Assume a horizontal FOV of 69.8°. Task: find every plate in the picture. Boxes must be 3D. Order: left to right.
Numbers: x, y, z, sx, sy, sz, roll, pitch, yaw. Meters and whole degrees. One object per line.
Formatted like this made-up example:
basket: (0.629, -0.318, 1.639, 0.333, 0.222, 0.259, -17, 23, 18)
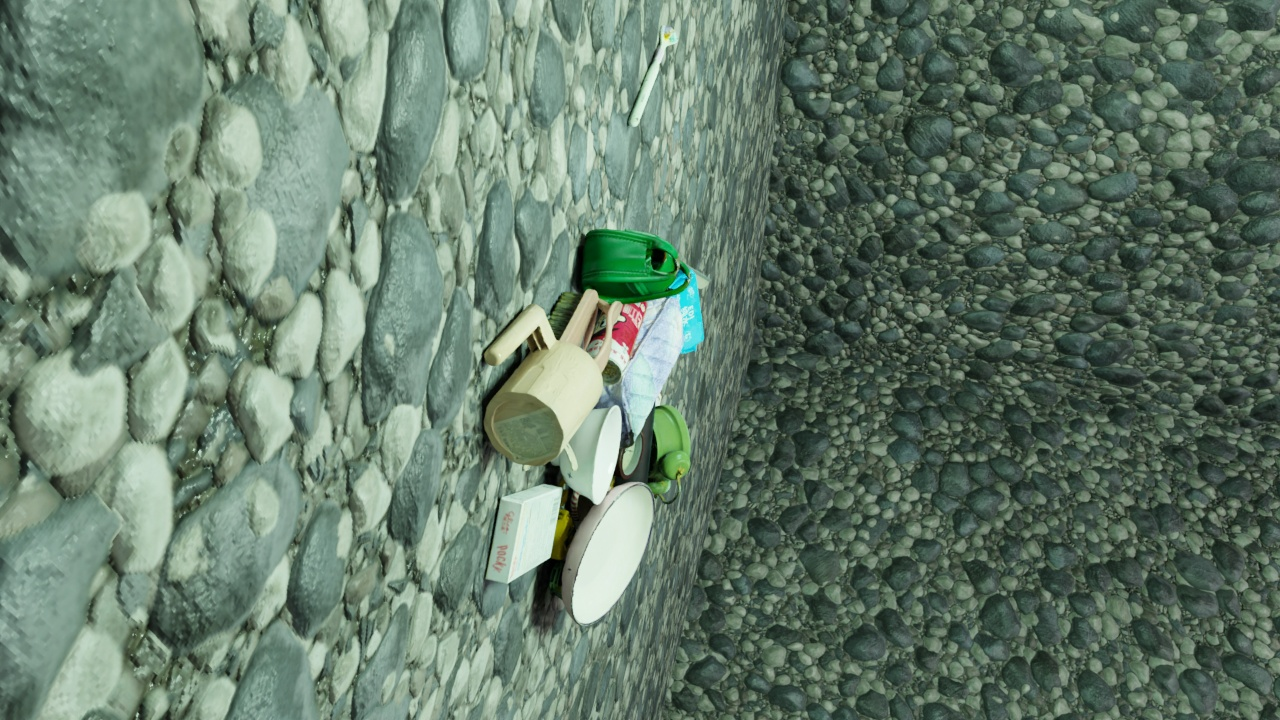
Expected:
plate: (-0.047, 0.239, 1.162, 0.191, 0.039, 0.193, -44, 146, -43)

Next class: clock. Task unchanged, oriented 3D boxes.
clock: (-0.029, 0.113, 1.281, 0.121, 0.055, 0.082, -60, 151, -32)
clock: (0.028, 0.143, 1.417, 0.116, 0.056, 0.161, -52, -129, 49)

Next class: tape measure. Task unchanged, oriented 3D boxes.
tape measure: (-0.098, 0.218, 1.138, 0.060, 0.029, 0.057, 85, 19, -53)

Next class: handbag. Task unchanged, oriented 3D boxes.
handbag: (-0.007, 0.007, 1.228, 0.134, 0.076, 0.193, 80, 30, -43)
handbag: (-0.006, -0.106, 1.072, 0.131, 0.120, 0.068, 38, 57, -75)

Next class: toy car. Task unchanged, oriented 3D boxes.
toy car: (-0.096, 0.290, 1.189, 0.091, 0.036, 0.043, 68, 35, -56)

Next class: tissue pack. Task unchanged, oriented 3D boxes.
tissue pack: (0.042, -0.081, 1.330, 0.063, 0.090, 0.140, -33, 129, -30)

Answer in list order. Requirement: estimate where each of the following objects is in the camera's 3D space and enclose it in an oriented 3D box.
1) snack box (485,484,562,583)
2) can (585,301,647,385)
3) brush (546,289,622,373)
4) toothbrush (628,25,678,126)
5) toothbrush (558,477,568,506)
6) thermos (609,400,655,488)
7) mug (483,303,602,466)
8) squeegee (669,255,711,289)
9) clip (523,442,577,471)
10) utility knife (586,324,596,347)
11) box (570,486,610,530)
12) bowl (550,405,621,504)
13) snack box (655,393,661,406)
snack box: (-0.122, 0.182, 0.986, 0.156, 0.027, 0.084, 14, 87, -79)
can: (-0.031, -0.032, 1.133, 0.053, 0.053, 0.132, 89, 14, -44)
brush: (-0.064, -0.026, 0.973, 0.145, 0.073, 0.063, -68, 163, -53)
toothbrush: (0.015, -0.372, 1.200, 0.020, 0.029, 0.189, -27, -144, 50)
toothbrush: (-0.078, 0.124, 1.183, 0.189, 0.016, 0.016, -64, 160, -55)
thermos: (-0.017, 0.123, 1.380, 0.090, 0.068, 0.243, -120, -144, -72)
mug: (-0.097, 0.022, 0.859, 0.103, 0.084, 0.125, -58, 132, -59)
squeegee: (0.011, -0.044, 1.433, 0.246, 0.039, 0.246, 19, 88, -60)
clip: (-0.099, 0.069, 0.978, 0.034, 0.060, 0.097, -18, 106, -79)
utility knife: (-0.052, -0.034, 1.195, 0.177, 0.019, 0.031, -19, 113, -72)
box: (-0.071, 0.202, 1.251, 0.164, 0.077, 0.074, 77, 6, -58)
bowl: (-0.069, 0.106, 1.087, 0.118, 0.065, 0.118, 11, 89, -78)
snack box: (0.008, 0.077, 1.560, 0.154, 0.026, 0.075, 61, 40, -73)
